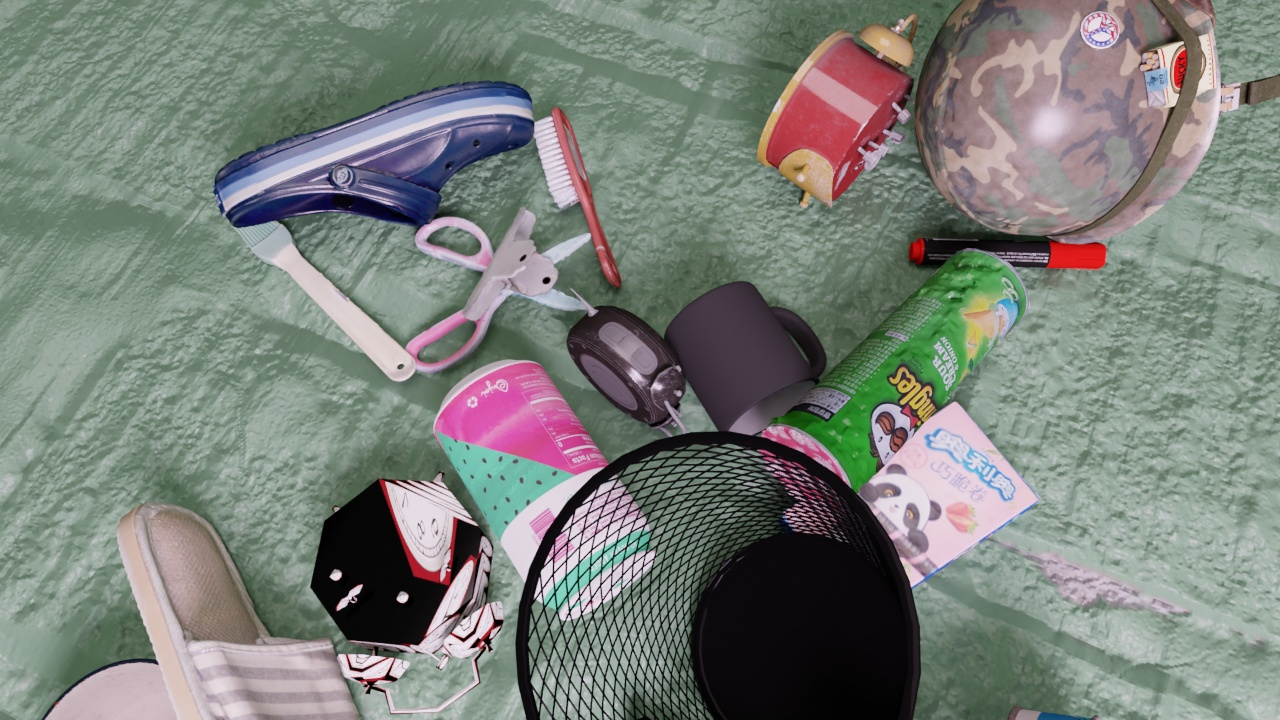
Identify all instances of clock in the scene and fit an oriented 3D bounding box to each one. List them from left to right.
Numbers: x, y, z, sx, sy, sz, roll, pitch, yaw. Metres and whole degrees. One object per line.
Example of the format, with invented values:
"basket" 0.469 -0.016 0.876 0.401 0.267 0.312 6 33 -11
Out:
"clock" -0.152 0.152 0.602 0.114 0.065 0.154 -18 66 -6
"clock" -0.004 0.004 0.649 0.123 0.091 0.043 40 73 14
"clock" 0.169 -0.195 0.713 0.081 0.117 0.159 38 92 14

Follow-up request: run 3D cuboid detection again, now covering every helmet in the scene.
"helmet" 0.318 -0.198 0.660 0.236 0.193 0.224 5 105 -23

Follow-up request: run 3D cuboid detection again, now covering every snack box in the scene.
"snack box" 0.182 0.103 0.628 0.154 0.033 0.088 -30 68 -11

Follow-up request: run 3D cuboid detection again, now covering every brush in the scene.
"brush" -0.250 -0.054 0.723 0.217 0.012 0.033 40 74 20
"brush" -0.053 -0.129 0.743 0.030 0.041 0.172 -23 68 11

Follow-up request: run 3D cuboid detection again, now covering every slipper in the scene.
"slipper" -0.242 0.188 0.571 0.054 0.114 0.272 -45 68 5
"slipper" -0.200 -0.146 0.727 0.252 0.105 0.095 -20 92 -12

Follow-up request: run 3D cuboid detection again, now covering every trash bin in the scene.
"trash bin" 0.065 0.152 0.494 0.184 0.210 0.183 -7 70 20

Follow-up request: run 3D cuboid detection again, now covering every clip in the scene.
"clip" -0.091 -0.069 0.693 0.054 0.041 0.101 13 70 38

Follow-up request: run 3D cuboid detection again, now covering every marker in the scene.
"marker" 0.285 -0.084 0.716 0.145 0.021 0.023 2 41 3

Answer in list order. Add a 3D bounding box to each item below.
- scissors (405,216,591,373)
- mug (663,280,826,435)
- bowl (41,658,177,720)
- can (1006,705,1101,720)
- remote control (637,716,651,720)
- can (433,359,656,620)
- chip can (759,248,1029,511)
"scissors" -0.120 -0.067 0.714 0.170 0.014 0.168 -33 62 1
"mug" 0.085 -0.003 0.664 0.113 0.078 0.088 -15 63 -34
"bowl" -0.307 0.248 0.568 0.115 0.059 0.115 -1 66 2
"can" 0.229 0.260 0.501 0.044 0.130 0.129 -4 62 31
"remote control" 0.042 0.259 0.523 0.150 0.013 0.034 23 108 47
"can" -0.065 0.083 0.617 0.088 0.088 0.166 -32 69 -12
"chip can" 0.179 0.008 0.631 0.222 0.076 0.075 -39 70 -26
